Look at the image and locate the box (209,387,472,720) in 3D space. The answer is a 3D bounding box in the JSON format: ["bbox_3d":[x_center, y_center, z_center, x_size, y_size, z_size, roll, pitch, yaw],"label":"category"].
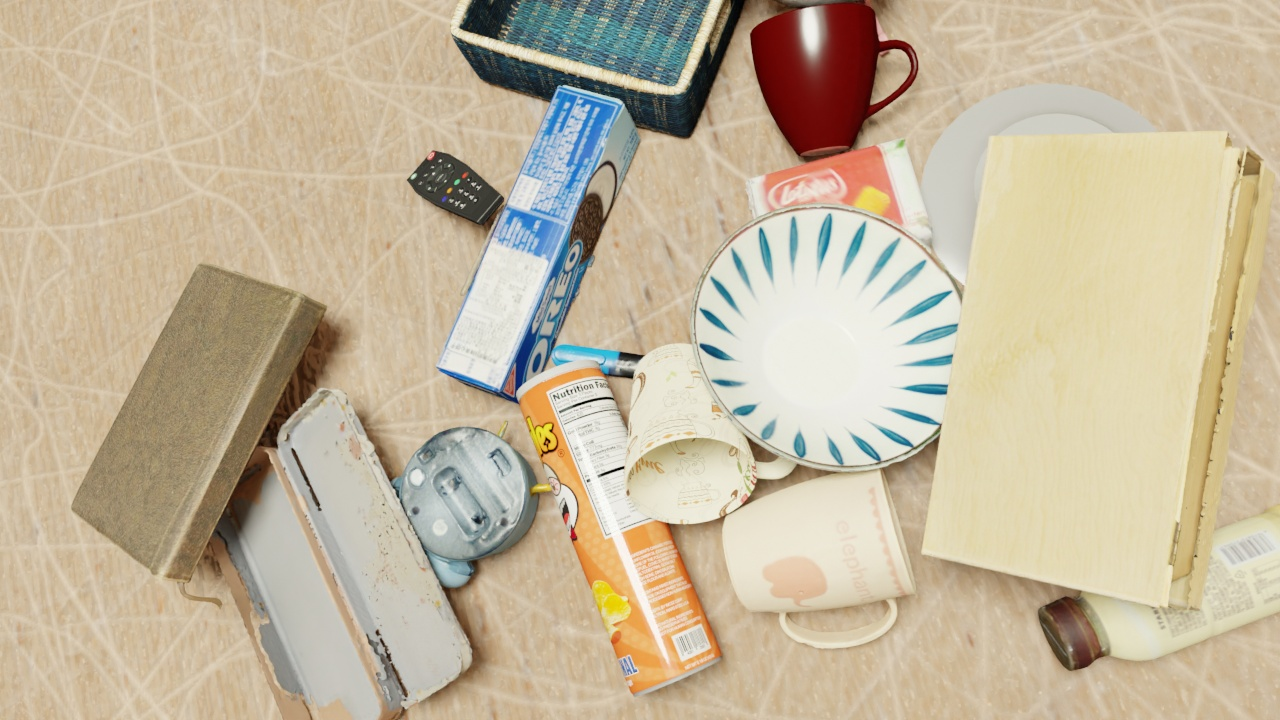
[{"bbox_3d":[-0.211,0.142,0.624,0.154,0.058,0.216,-35,73,14],"label":"box"}]

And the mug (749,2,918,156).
[{"bbox_3d":[0.138,-0.192,0.642,0.114,0.087,0.088,-7,94,2],"label":"mug"}]

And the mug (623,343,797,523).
[{"bbox_3d":[0.047,0.045,0.596,0.122,0.081,0.097,9,40,-12],"label":"mug"}]

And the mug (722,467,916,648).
[{"bbox_3d":[0.114,0.129,0.575,0.104,0.085,0.111,-15,104,15],"label":"mug"}]

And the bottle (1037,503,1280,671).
[{"bbox_3d":[0.322,0.138,0.544,0.162,0.056,0.056,-22,75,4],"label":"bottle"}]

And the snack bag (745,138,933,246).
[{"bbox_3d":[0.138,-0.103,0.640,0.116,0.036,0.077,-14,76,6],"label":"snack bag"}]

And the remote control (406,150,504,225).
[{"bbox_3d":[-0.136,-0.126,0.674,0.039,0.010,0.125,-50,43,-4],"label":"remote control"}]

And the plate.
[{"bbox_3d":[0.282,-0.116,0.627,0.173,0.019,0.172,-2,77,9],"label":"plate"}]

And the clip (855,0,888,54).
[{"bbox_3d":[0.169,-0.251,0.678,0.038,0.022,0.059,-21,80,2],"label":"clip"}]

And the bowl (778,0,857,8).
[{"bbox_3d":[0.106,-0.297,0.620,0.131,0.065,0.131,10,72,-31],"label":"bowl"}]

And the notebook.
[{"bbox_3d":[-0.304,0.043,0.647,0.190,0.034,0.215,18,79,37],"label":"notebook"}]

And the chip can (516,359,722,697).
[{"bbox_3d":[-0.017,0.106,0.604,0.062,0.062,0.210,-24,75,3],"label":"chip can"}]

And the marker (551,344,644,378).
[{"bbox_3d":[-0.004,0.004,0.651,0.123,0.015,0.018,8,78,10],"label":"marker"}]

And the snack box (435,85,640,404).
[{"bbox_3d":[-0.070,-0.083,0.660,0.059,0.059,0.226,19,80,16],"label":"snack box"}]

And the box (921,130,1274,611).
[{"bbox_3d":[0.250,0.001,0.514,0.122,0.141,0.248,14,86,-30],"label":"box"}]

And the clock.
[{"bbox_3d":[-0.126,0.101,0.631,0.124,0.051,0.089,-39,76,0],"label":"clock"}]

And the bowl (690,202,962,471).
[{"bbox_3d":[0.117,-0.008,0.596,0.177,0.071,0.177,1,71,-3],"label":"bowl"}]

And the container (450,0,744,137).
[{"bbox_3d":[-0.027,-0.264,0.686,0.187,0.071,0.145,19,81,13],"label":"container"}]
